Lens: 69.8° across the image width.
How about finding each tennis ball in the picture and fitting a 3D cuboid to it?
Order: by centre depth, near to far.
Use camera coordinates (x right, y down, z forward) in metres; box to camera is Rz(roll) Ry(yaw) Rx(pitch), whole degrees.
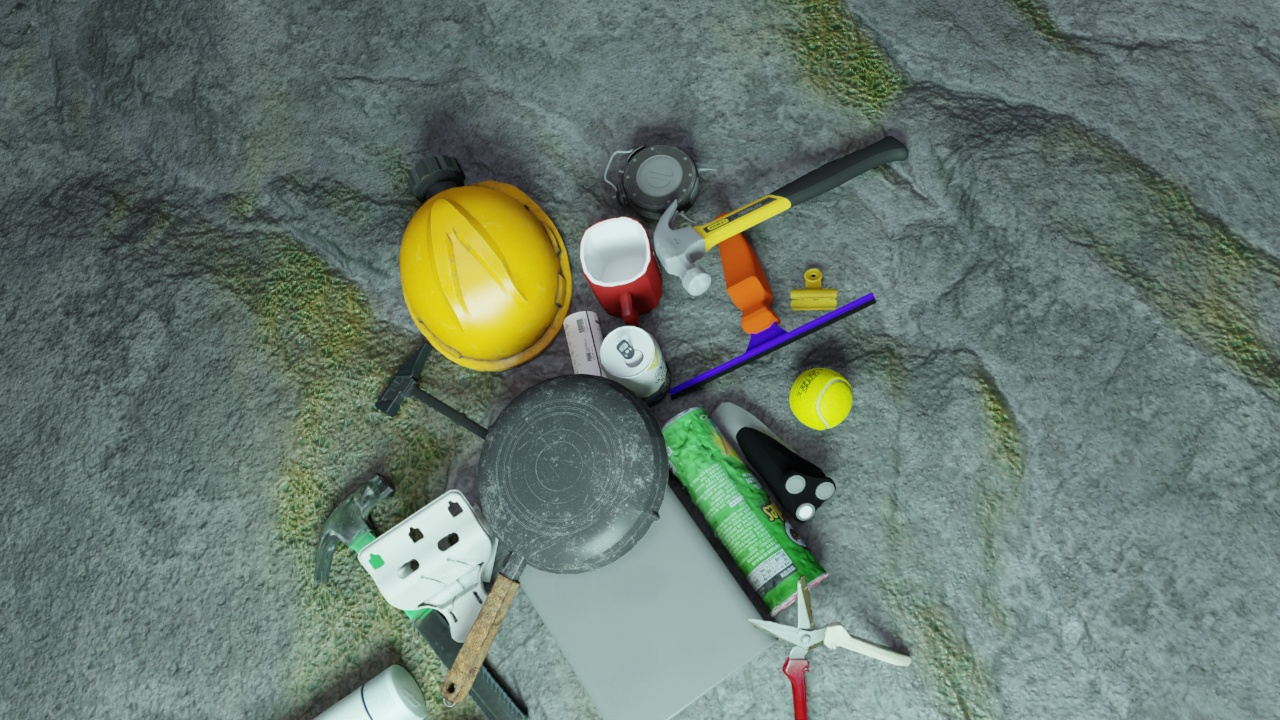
[{"bbox_3d":[0.193,0.041,0.980,0.065,0.065,0.065,-3,72,9],"label":"tennis ball"}]

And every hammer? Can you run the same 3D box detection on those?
[{"bbox_3d":[-0.237,0.277,1.000,0.130,0.032,0.319,-44,72,-6],"label":"hammer"},{"bbox_3d":[-0.167,0.075,1.006,0.325,0.015,0.095,26,78,34],"label":"hammer"},{"bbox_3d":[0.161,-0.182,1.040,0.323,0.029,0.127,-27,50,-13],"label":"hammer"}]

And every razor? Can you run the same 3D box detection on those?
[{"bbox_3d":[0.135,0.101,0.980,0.057,0.060,0.156,-48,52,4],"label":"razor"}]

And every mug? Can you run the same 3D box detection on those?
[{"bbox_3d":[-0.018,-0.089,1.039,0.080,0.096,0.116,-10,71,6],"label":"mug"}]

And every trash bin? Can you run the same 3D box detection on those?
[{"bbox_3d":[0.001,0.243,0.935,0.192,0.097,0.220,-35,72,-2],"label":"trash bin"}]

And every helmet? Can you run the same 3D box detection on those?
[{"bbox_3d":[-0.197,-0.122,1.064,0.205,0.131,0.255,-27,71,0],"label":"helmet"}]

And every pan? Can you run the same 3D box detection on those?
[{"bbox_3d":[-0.109,0.175,0.898,0.208,0.040,0.356,24,82,22],"label":"pan"}]

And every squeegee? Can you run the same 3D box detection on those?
[{"bbox_3d":[0.121,-0.086,1.036,0.250,0.055,0.184,-27,66,22],"label":"squeegee"}]

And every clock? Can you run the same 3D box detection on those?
[{"bbox_3d":[0.020,-0.212,1.099,0.123,0.044,0.091,17,77,14],"label":"clock"}]

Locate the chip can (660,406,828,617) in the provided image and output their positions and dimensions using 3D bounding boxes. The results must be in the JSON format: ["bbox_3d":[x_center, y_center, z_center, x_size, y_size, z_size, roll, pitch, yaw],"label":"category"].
[{"bbox_3d":[0.098,0.152,0.957,0.075,0.075,0.223,-35,70,-2],"label":"chip can"}]

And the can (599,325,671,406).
[{"bbox_3d":[-0.006,0.006,0.992,0.064,0.127,0.064,-3,72,9],"label":"can"}]

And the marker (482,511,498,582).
[{"bbox_3d":[-0.165,0.178,1.021,0.023,0.027,0.133,7,76,12],"label":"marker"}]

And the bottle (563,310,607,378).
[{"bbox_3d":[-0.057,0.002,1.048,0.041,0.041,0.116,-16,71,4],"label":"bottle"}]

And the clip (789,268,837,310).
[{"bbox_3d":[0.195,-0.080,1.037,0.054,0.046,0.048,0,98,11],"label":"clip"}]

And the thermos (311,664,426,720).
[{"bbox_3d":[-0.335,0.409,0.957,0.230,0.068,0.068,-35,71,-2],"label":"thermos"}]

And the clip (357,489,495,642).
[{"bbox_3d":[-0.206,0.220,0.973,0.126,0.110,0.151,-33,108,-4],"label":"clip"}]

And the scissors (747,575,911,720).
[{"bbox_3d":[0.184,0.286,0.884,0.179,0.015,0.199,-7,110,-16],"label":"scissors"}]
